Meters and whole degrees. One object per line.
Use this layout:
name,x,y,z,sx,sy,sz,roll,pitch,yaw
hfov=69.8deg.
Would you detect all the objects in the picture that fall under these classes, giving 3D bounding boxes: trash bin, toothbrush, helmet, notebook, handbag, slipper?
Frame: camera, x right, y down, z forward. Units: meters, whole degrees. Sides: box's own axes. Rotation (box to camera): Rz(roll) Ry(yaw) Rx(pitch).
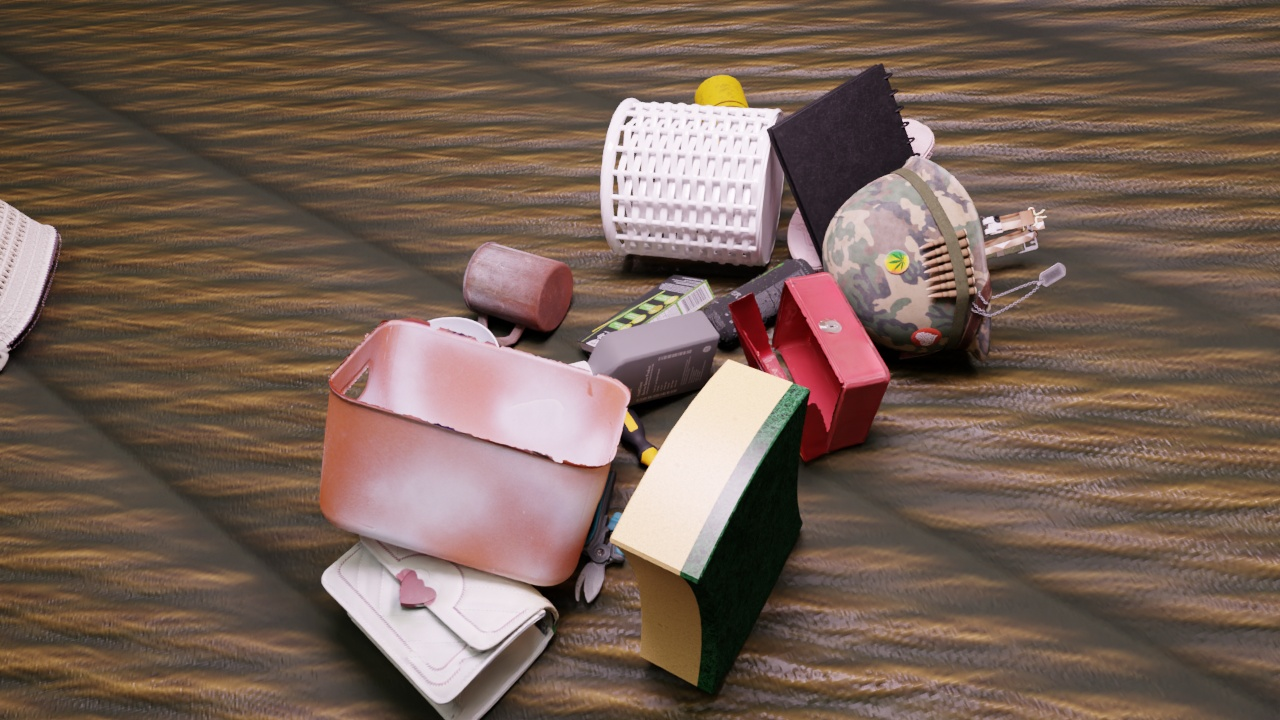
trash bin,-0.160,0.087,0.880,0.260,0.158,0.181,17,25,-1
toothbrush,0.006,0.099,0.985,0.030,0.031,0.196,-26,58,-16
helmet,0.322,-0.106,0.977,0.236,0.192,0.224,-32,82,5
notebook,0.256,-0.198,1.052,0.169,0.231,0.019,-33,22,-14
handbag,-0.191,0.230,0.878,0.198,0.096,0.141,31,63,30
slipper,0.273,-0.196,1.135,0.094,0.064,0.239,36,80,34

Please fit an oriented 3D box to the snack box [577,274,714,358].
snack box,0.006,-0.048,1.070,0.147,0.025,0.080,-35,22,-16

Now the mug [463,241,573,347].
mug,-0.151,-0.073,1.113,0.110,0.096,0.123,17,94,26

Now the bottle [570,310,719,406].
bottle,-0.006,0.006,0.990,0.173,0.084,0.046,-14,50,-23

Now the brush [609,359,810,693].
brush,0.069,0.147,0.794,0.075,0.251,0.194,21,56,24

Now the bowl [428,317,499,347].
bowl,-0.221,0.029,1.047,0.144,0.074,0.143,-5,53,6

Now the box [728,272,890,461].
box,0.180,0.005,0.960,0.117,0.136,0.157,-23,54,-2

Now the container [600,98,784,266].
container,0.068,-0.213,1.105,0.187,0.189,0.188,7,55,14

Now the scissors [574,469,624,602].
scissors,-0.028,0.174,0.939,0.150,0.019,0.130,-26,52,-10

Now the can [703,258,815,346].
can,0.139,-0.069,1.069,0.137,0.054,0.054,-30,54,-12

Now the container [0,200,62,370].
container,-0.907,-0.110,1.235,0.185,0.143,0.251,-22,51,11

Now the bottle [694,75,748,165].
bottle,0.120,-0.309,1.244,0.071,0.071,0.163,-11,52,2
